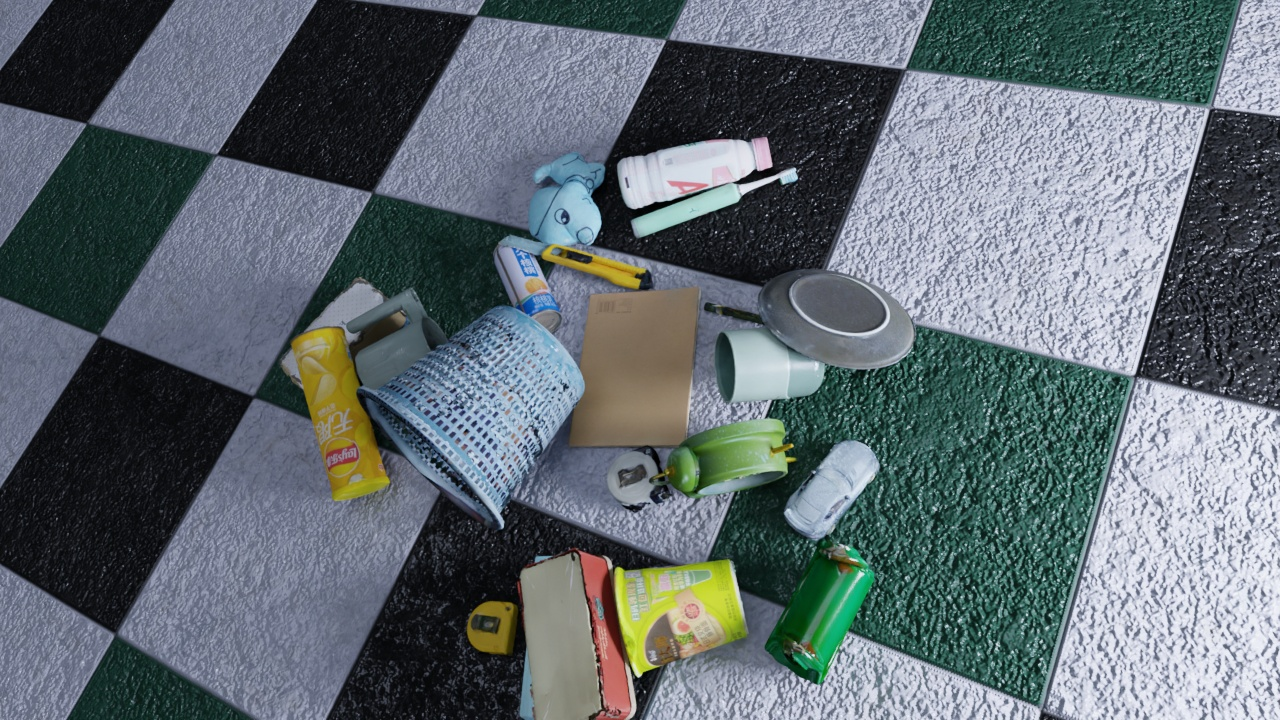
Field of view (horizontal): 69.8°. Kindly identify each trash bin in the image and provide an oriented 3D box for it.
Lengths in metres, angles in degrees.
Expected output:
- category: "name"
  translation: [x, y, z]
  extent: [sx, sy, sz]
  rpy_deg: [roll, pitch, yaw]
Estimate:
- category: "trash bin"
  translation: [-0.179, 0.051, 1.071]
  extent: [0.227, 0.227, 0.194]
  rpy_deg: [32, 66, 28]

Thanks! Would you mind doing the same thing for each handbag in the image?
- category: "handbag"
  translation: [0.174, 0.241, 0.897]
  extent: [0.068, 0.120, 0.131]
  rpy_deg: [27, 74, 22]

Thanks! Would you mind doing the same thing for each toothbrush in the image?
- category: "toothbrush"
  translation: [0.160, -0.046, 1.097]
  extent: [0.186, 0.017, 0.012]
  rpy_deg: [16, 78, 25]
- category: "toothbrush"
  translation: [0.094, -0.208, 1.192]
  extent: [0.225, 0.027, 0.026]
  rpy_deg: [-19, 21, 10]

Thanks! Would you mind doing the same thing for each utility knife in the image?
- category: "utility knife"
  translation: [-0.084, -0.130, 1.191]
  extent: [0.215, 0.015, 0.033]
  rpy_deg: [17, 61, 9]

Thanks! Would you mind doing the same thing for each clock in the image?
- category: "clock"
  translation: [0.087, 0.111, 0.993]
  extent: [0.161, 0.116, 0.056]
  rpy_deg: [-15, 72, 9]

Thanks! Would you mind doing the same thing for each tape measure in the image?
- category: "tape measure"
  translation: [-0.004, 0.139, 1.056]
  extent: [0.066, 0.033, 0.065]
  rpy_deg: [-24, 59, 6]
- category: "tape measure"
  translation: [-0.168, 0.301, 1.037]
  extent: [0.057, 0.029, 0.060]
  rpy_deg: [-2, 65, 19]

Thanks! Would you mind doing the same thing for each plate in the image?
- category: "plate"
  translation: [0.220, -0.056, 1.024]
  extent: [0.179, 0.024, 0.179]
  rpy_deg: [4, 41, -4]

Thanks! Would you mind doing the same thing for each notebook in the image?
- category: "notebook"
  translation: [-0.007, 0.007, 1.133]
  extent: [0.150, 0.012, 0.211]
  rpy_deg: [-2, 65, 19]

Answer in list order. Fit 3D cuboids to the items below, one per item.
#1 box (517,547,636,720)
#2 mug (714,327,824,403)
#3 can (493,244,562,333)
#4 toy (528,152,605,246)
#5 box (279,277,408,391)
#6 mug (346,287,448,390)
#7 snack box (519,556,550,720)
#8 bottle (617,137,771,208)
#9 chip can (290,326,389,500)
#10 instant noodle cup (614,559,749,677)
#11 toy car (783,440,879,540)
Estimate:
- category: "box"
  translation: [-0.072, 0.280, 0.916]
  extent: [0.091, 0.077, 0.168]
  rpy_deg: [-25, 59, 23]
- category: "mug"
  translation: [0.141, 0.001, 1.041]
  extent: [0.106, 0.112, 0.082]
  rpy_deg: [-5, 100, -11]
- category: "can"
  translation: [-0.150, -0.097, 1.207]
  extent: [0.053, 0.053, 0.134]
  rpy_deg: [-29, 60, 4]
- category: "toy"
  translation: [-0.103, -0.215, 1.250]
  extent: [0.161, 0.050, 0.156]
  rpy_deg: [33, 75, 30]
- category: "box"
  translation: [-0.410, -0.020, 1.257]
  extent: [0.090, 0.061, 0.184]
  rpy_deg: [39, 84, 30]
- category: "mug"
  translation: [-0.315, -0.017, 1.196]
  extent: [0.103, 0.083, 0.124]
  rpy_deg: [-26, 93, 8]
- category: "snack box"
  translation: [-0.079, 0.300, 0.994]
  extent: [0.074, 0.051, 0.174]
  rpy_deg: [-5, 64, 18]
- category: "bottle"
  translation: [0.071, -0.250, 1.199]
  extent: [0.197, 0.068, 0.068]
  rpy_deg: [-11, 63, 10]
- category: "chip can"
  translation: [-0.382, 0.067, 1.162]
  extent: [0.072, 0.072, 0.213]
  rpy_deg: [-21, 78, 8]
- category: "instant noodle cup"
  translation: [0.045, 0.256, 0.947]
  extent: [0.123, 0.112, 0.111]
  rpy_deg: [-14, 62, 4]
- category: "toy car"
  translation: [0.205, 0.137, 0.985]
  extent: [0.054, 0.037, 0.120]
  rpy_deg: [37, 78, 30]
